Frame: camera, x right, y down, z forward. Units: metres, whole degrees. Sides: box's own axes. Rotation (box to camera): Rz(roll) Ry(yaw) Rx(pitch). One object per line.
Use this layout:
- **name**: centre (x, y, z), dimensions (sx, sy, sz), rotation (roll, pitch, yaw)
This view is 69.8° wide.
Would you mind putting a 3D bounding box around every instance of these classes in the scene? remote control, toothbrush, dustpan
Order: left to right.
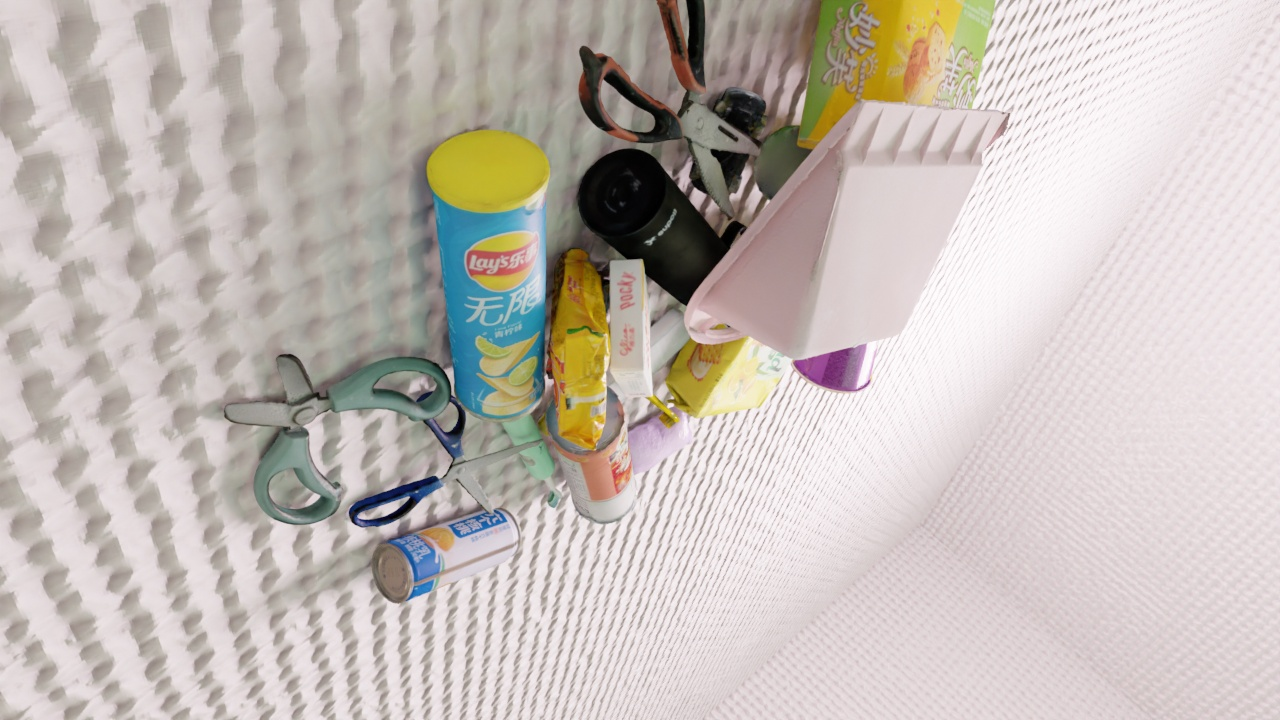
- **toothbrush**: centre (-0.098, 0.089, 0.855), dimensions (0.225, 0.026, 0.027), rotation (77, 33, -60)
- **remote control**: centre (-0.005, 0.005, 0.890), dimensions (0.136, 0.020, 0.056), rotation (-43, 154, -11)
- **toothbrush**: centre (0.007, 0.039, 0.915), dimensions (0.016, 0.015, 0.190), rotation (-41, 156, 1)
- **dustpan**: centre (0.148, -0.108, 0.763), dimensions (0.222, 0.139, 0.274), rotation (-8, 124, -43)

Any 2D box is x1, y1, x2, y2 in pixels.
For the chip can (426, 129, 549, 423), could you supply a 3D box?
- **chip can**: centre (-0.097, -0.047, 0.614), dimensions (0.071, 0.071, 0.211), rotation (-33, 151, -28)

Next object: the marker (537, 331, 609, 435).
- **marker**: centre (-0.054, 0.016, 0.838), dimensions (0.124, 0.015, 0.018), rotation (-54, 158, 5)

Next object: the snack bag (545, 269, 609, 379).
- **snack bag**: centre (-0.048, -0.031, 0.766), dimensions (0.048, 0.026, 0.104), rotation (-18, 142, -60)

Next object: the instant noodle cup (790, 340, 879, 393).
- **instant noodle cup**: centre (0.254, -0.029, 1.164), dimensions (0.111, 0.111, 0.099), rotation (-25, 137, -40)

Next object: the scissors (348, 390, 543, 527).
- **scissors**: centre (-0.155, 0.084, 0.747), dimensions (0.172, 0.012, 0.163), rotation (-19, 135, -27)

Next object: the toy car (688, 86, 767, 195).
- **toy car**: centre (0.070, -0.174, 0.735), dimensions (0.034, 0.043, 0.091), rotation (-85, -167, -54)

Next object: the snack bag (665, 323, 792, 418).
- **snack bag**: centre (0.126, -0.046, 0.970), dimensions (0.157, 0.068, 0.247), rotation (-5, 131, -54)

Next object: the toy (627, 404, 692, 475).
- **toy**: centre (0.018, 0.086, 1.020), dimensions (0.107, 0.039, 0.084), rotation (-29, 131, -28)

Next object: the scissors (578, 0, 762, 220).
- **scissors**: centre (0.028, -0.175, 0.621), dimensions (0.188, 0.015, 0.227), rotation (-40, 134, -39)

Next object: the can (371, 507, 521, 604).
- **can**: centre (-0.171, 0.172, 0.826), dimensions (0.134, 0.053, 0.053), rotation (-11, 136, -52)

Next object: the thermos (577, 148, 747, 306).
- **thermos**: centre (0.035, -0.103, 0.756), dimensions (0.090, 0.068, 0.242), rotation (-60, 156, 1)

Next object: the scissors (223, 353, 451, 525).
- **scissors**: centre (-0.215, 0.058, 0.631), dimensions (0.170, 0.019, 0.181), rotation (1, 128, -53)

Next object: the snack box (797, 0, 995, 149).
- **snack box**: centre (0.221, -0.248, 0.774), dimensions (0.209, 0.070, 0.158), rotation (-10, 112, -52)

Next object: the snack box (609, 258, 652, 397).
- **snack box**: centre (-0.006, -0.021, 0.742), dimensions (0.027, 0.084, 0.157), rotation (-1, 171, 2)

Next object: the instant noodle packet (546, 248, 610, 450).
- **instant noodle packet**: centre (-0.047, -0.008, 0.682), dimensions (0.044, 0.128, 0.111), rotation (-3, 124, -6)

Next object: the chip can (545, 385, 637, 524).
- **chip can**: centre (-0.043, 0.093, 0.871), dimensions (0.071, 0.071, 0.215), rotation (-41, 159, -15)

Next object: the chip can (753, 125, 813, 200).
- **chip can**: centre (0.186, -0.173, 0.880), dimensions (0.220, 0.072, 0.073), rotation (-4, 131, -56)
